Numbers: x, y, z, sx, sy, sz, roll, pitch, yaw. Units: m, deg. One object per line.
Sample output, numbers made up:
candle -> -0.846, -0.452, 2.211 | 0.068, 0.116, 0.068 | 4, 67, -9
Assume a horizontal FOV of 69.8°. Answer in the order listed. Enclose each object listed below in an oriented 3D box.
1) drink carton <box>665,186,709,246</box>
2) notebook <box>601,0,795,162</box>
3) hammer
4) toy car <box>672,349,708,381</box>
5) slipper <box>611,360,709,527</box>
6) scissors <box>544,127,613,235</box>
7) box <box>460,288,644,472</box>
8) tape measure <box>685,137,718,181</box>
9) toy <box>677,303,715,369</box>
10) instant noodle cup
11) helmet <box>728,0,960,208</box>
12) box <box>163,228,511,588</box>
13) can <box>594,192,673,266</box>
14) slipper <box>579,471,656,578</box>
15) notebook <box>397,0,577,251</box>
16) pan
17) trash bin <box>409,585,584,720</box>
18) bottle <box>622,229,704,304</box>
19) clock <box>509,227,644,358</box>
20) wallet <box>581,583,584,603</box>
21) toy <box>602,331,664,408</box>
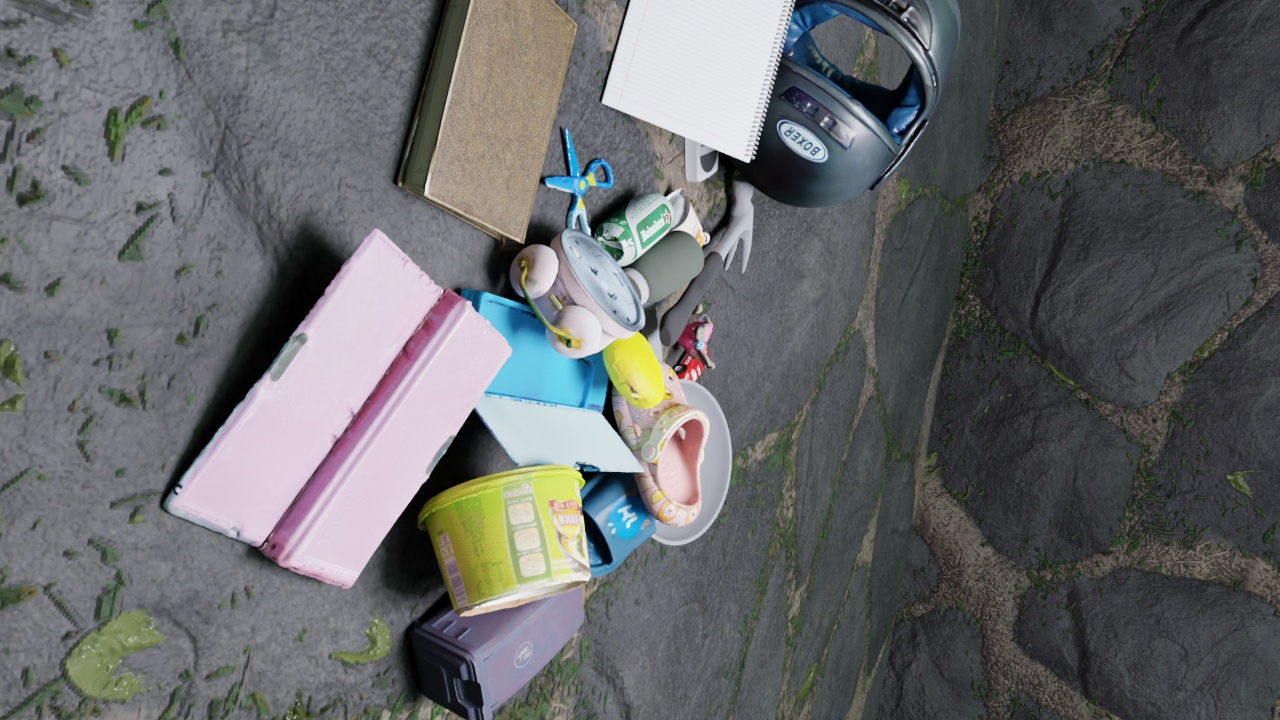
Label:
drink carton -> 0.057, -0.153, 1.125 | 0.069, 0.039, 0.122 | -70, 156, -16
notebook -> 0.072, -0.355, 0.979 | 0.177, 0.013, 0.245 | 17, 82, -18
hammer -> 0.086, -0.112, 1.148 | 0.309, 0.029, 0.125 | -57, 152, -47
toy car -> 0.069, 0.007, 1.205 | 0.089, 0.025, 0.038 | -55, 144, -37
slipper -> 0.031, 0.078, 0.987 | 0.093, 0.082, 0.197 | 12, 55, -40
scissors -> -0.063, -0.169, 0.920 | 0.125, 0.015, 0.127 | -11, 107, -61
box -> -0.091, 0.033, 0.878 | 0.243, 0.071, 0.170 | 16, 58, -62
tape measure -> 0.076, -0.257, 1.133 | 0.064, 0.017, 0.064 | -36, 131, -51
toy -> 0.064, -0.034, 1.163 | 0.102, 0.050, 0.065 | -100, -175, -64
instant noodle cup -> -0.109, 0.156, 0.785 | 0.146, 0.146, 0.097 | 17, 53, -61
helmet -> 0.222, -0.310, 1.102 | 0.235, 0.249, 0.316 | -54, -175, -11
box -> -0.201, 0.043, 0.665 | 0.232, 0.039, 0.179 | -57, 148, -10
can -> -0.007, -0.142, 0.985 | 0.100, 0.053, 0.053 | -46, 137, -45
slipper -> -0.009, 0.160, 1.012 | 0.213, 0.059, 0.104 | -37, 116, -38
notebook -> -0.113, -0.212, 0.787 | 0.190, 0.034, 0.215 | 23, 79, -62
pan -> 0.024, 0.050, 1.106 | 0.200, 0.051, 0.357 | -27, 108, -44
trash bin -> -0.134, 0.251, 0.860 | 0.160, 0.092, 0.094 | -34, 129, -47
bottle -> 0.019, -0.101, 1.023 | 0.108, 0.060, 0.060 | -36, 131, -38
clock -> -0.061, -0.059, 0.847 | 0.117, 0.059, 0.157 | 55, 21, 4
wallet -> -0.090, 0.235, 0.998 | 0.098, 0.027, 0.121 | -22, 117, -61
toy -> -0.006, 0.006, 0.947 | 0.095, 0.041, 0.094 | 53, 22, -29
